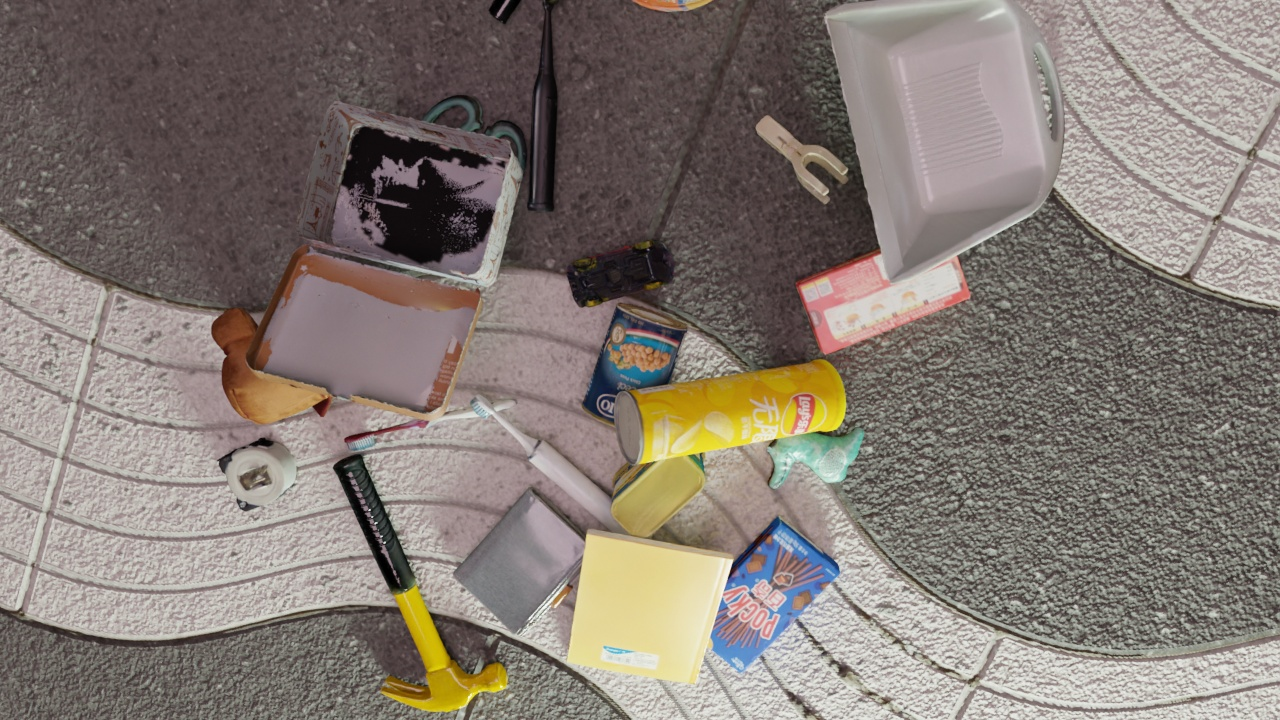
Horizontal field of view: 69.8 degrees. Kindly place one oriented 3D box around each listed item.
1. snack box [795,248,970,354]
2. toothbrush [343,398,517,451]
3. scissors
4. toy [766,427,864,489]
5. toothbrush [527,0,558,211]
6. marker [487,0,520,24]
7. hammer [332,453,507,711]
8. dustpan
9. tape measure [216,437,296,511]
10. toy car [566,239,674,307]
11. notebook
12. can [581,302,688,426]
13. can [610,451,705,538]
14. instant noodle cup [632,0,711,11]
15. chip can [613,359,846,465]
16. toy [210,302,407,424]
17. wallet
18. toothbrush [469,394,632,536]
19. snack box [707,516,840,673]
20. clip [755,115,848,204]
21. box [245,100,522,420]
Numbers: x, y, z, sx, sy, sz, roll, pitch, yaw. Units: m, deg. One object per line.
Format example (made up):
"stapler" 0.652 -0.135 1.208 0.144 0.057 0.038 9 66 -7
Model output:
"snack box" 0.236 -0.069 0.899 0.153 0.025 0.075 -22 101 7
"toothbrush" -0.217 0.067 0.950 0.187 0.016 0.017 -13 108 5
"scissors" -0.201 -0.182 0.897 0.185 0.019 0.129 -40 97 8
"toy" 0.170 0.096 0.935 0.092 0.030 0.097 21 109 3
"toothbrush" -0.090 -0.250 0.874 0.026 0.027 0.213 -4 104 -35
"marker" -0.098 -0.375 0.854 0.022 0.020 0.132 42 103 23
"hammer" -0.254 0.241 0.979 0.129 0.032 0.301 -19 100 5
"dustpan" 0.281 -0.209 0.787 0.143 0.257 0.223 -11 102 28
"tape measure" -0.397 0.117 0.958 0.066 0.033 0.066 -22 101 7
"toy car" -0.018 -0.086 0.902 0.106 0.031 0.049 -16 101 6
"notebook" 0.004 0.258 0.940 0.146 0.010 0.207 10 126 0
"can" -0.005 0.005 0.899 0.075 0.075 0.111 19 101 -2
"can" 0.018 0.121 0.917 0.102 0.083 0.057 -43 97 10
"instant noodle cup" 0.028 -0.391 0.798 0.151 0.111 0.151 0 101 2
"chip can" 0.085 0.047 0.866 0.213 0.072 0.072 -8 102 -20
"toy" -0.301 -0.005 0.897 0.199 0.140 0.130 -5 60 2
"wallet" -0.118 0.214 0.966 0.106 0.037 0.130 42 99 5
"toothbrush" -0.087 0.110 0.941 0.221 0.026 0.026 42 114 -10
"snack box" 0.126 0.248 0.967 0.084 0.026 0.157 40 100 -6
"clip" 0.155 -0.189 0.859 0.101 0.096 0.035 41 100 -17
"box" -0.225 -0.087 0.826 0.178 0.103 0.261 13 86 2
